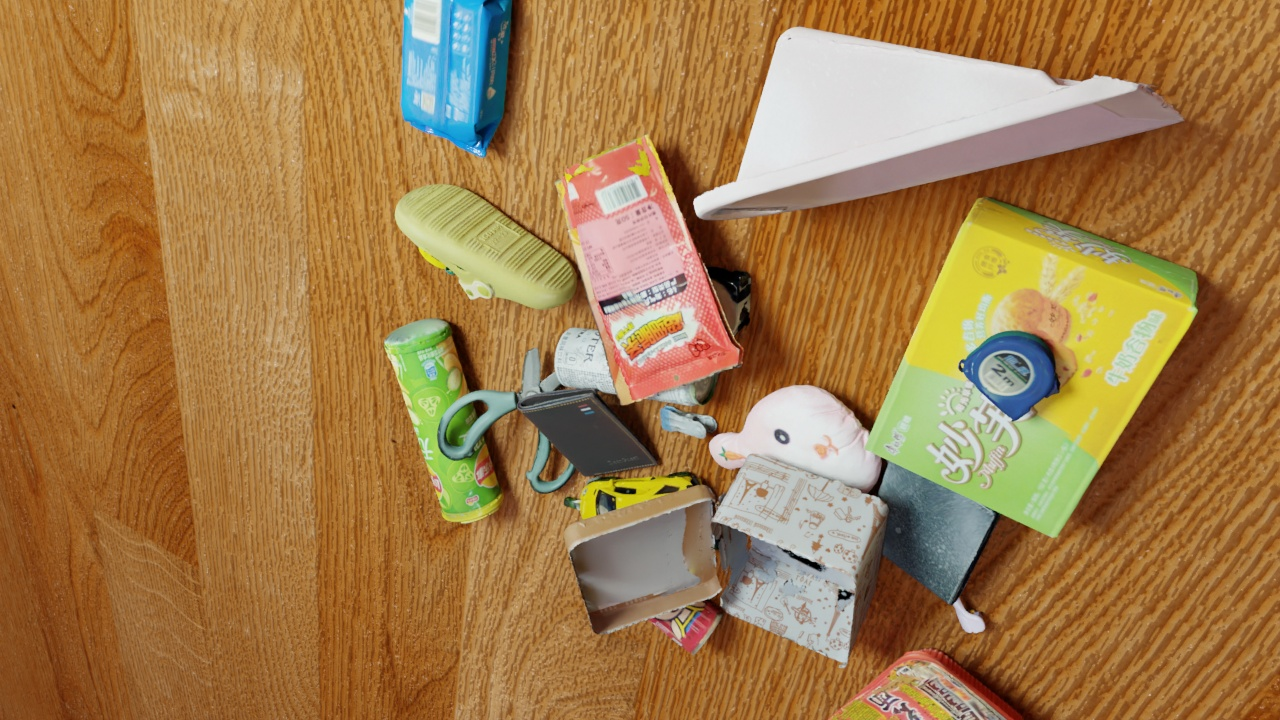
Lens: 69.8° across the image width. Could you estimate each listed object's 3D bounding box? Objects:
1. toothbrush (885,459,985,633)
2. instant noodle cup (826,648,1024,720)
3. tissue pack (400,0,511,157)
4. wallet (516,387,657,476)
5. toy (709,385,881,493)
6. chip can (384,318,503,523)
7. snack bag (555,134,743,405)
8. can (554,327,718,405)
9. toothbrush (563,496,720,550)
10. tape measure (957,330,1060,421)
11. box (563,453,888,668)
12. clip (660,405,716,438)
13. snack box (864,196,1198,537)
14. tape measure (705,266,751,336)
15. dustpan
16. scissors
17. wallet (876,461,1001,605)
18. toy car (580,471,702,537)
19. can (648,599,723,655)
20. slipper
[{"bbox_3d":[0.253,0.153,0.798,0.189,0.021,0.029,63,158,-9],"label":"toothbrush"},{"bbox_3d":[0.271,0.349,0.848,0.164,0.078,0.189,39,126,8],"label":"instant noodle cup"},{"bbox_3d":[-0.163,-0.267,0.811,0.095,0.052,0.157,24,123,21],"label":"tissue pack"},{"bbox_3d":[-0.051,0.072,0.905,0.097,0.020,0.122,-9,136,34],"label":"wallet"},{"bbox_3d":[0.134,0.086,0.816,0.121,0.054,0.160,52,135,-6],"label":"toy"},{"bbox_3d":[-0.211,0.064,0.991,0.073,0.072,0.221,-3,112,31],"label":"chip can"},{"bbox_3d":[0.000,-0.074,0.776,0.129,0.073,0.208,-20,92,34],"label":"snack bag"},{"bbox_3d":[-0.005,0.005,0.850,0.147,0.058,0.058,8,117,27],"label":"can"},{"bbox_3d":[-0.001,0.168,0.954,0.186,0.017,0.012,11,80,26],"label":"toothbrush"},{"bbox_3d":[0.256,0.007,0.631,0.058,0.025,0.055,42,125,1],"label":"tape measure"},{"bbox_3d":[0.077,0.176,0.810,0.274,0.124,0.179,0,140,8],"label":"box"},{"bbox_3d":[0.043,0.060,0.875,0.057,0.029,0.025,12,117,32],"label":"clip"},{"bbox_3d":[0.279,0.007,0.678,0.158,0.069,0.210,25,123,17],"label":"snack box"},{"bbox_3d":[0.062,-0.049,0.800,0.066,0.033,0.066,11,118,27],"label":"tape measure"},{"bbox_3d":[0.178,-0.123,0.590,0.274,0.222,0.139,25,112,33],"label":"dustpan"},{"bbox_3d":[-0.138,0.064,0.943,0.179,0.019,0.173,0,116,-2],"label":"scissors"},{"bbox_3d":[0.240,0.138,0.771,0.097,0.019,0.121,36,137,31],"label":"wallet"},{"bbox_3d":[0.000,0.151,0.919,0.156,0.041,0.071,-6,93,33],"label":"toy car"},{"bbox_3d":[0.018,0.244,0.958,0.133,0.053,0.053,37,126,9],"label":"can"},{"bbox_3d":[-0.151,-0.093,0.870,0.190,0.091,0.082,31,128,10],"label":"slipper"}]
